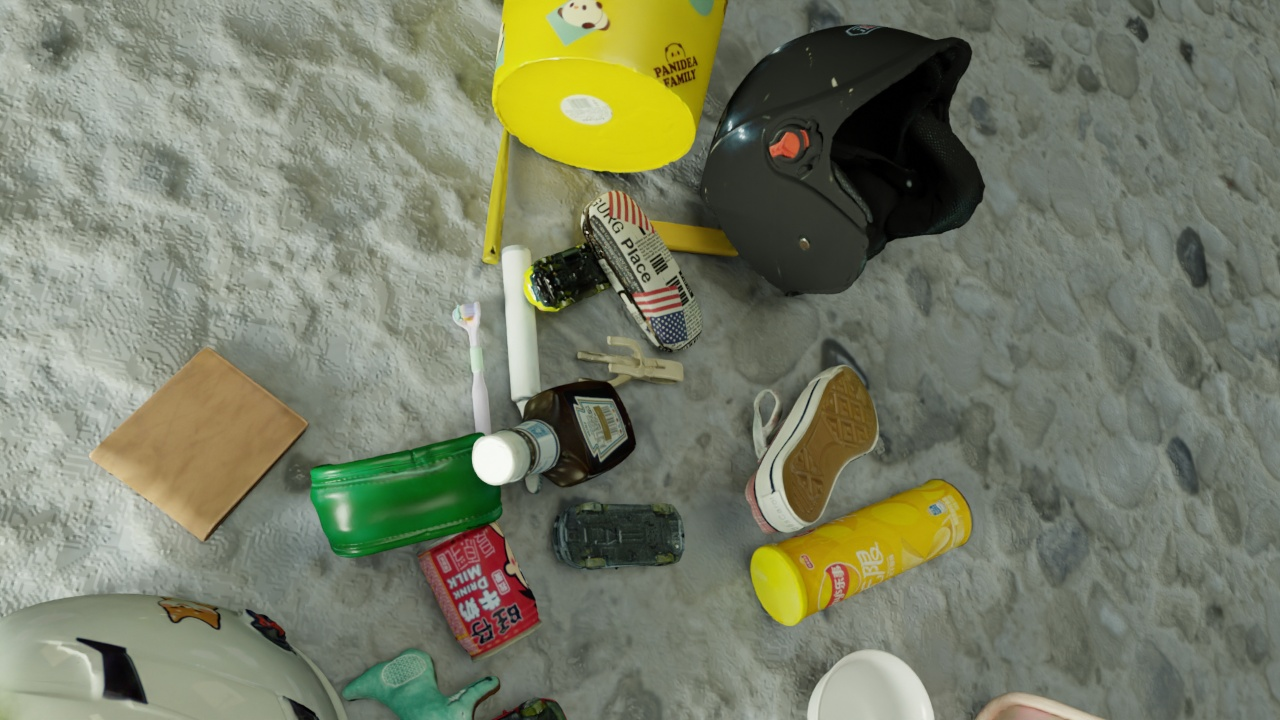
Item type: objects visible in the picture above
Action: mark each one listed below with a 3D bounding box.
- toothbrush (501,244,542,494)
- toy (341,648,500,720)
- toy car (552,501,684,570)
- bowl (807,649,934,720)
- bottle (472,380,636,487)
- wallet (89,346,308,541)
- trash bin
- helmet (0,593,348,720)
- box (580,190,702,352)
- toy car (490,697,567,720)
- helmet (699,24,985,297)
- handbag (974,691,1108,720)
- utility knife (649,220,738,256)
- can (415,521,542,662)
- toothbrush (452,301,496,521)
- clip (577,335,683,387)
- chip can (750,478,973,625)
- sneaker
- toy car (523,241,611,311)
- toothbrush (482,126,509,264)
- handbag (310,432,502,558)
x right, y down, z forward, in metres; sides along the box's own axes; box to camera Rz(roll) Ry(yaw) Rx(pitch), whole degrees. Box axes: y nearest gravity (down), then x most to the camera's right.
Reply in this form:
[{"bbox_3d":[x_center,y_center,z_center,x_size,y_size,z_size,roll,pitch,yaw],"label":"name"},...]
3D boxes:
[{"bbox_3d":[-0.100,0.005,0.793,0.027,0.026,0.220,-11,73,16],"label":"toothbrush"},{"bbox_3d":[-0.154,0.246,0.670,0.096,0.030,0.092,-24,48,-38],"label":"toy"},{"bbox_3d":[-0.016,0.148,0.776,0.120,0.037,0.054,5,70,-32],"label":"toy car"},{"bbox_3d":[0.185,0.310,0.789,0.118,0.065,0.118,7,70,-21],"label":"bowl"},{"bbox_3d":[-0.064,0.061,0.717,0.080,0.044,0.194,67,22,4],"label":"bottle"},{"bbox_3d":[-0.324,0.060,0.684,0.101,0.020,0.115,40,59,-6],"label":"wallet"},{"bbox_3d":[-0.023,-0.329,0.841,0.229,0.230,0.255,15,73,-18],"label":"trash bin"},{"bbox_3d":[-0.303,0.251,0.547,0.274,0.157,0.229,26,64,-13],"label":"helmet"},{"bbox_3d":[0.001,-0.081,0.852,0.068,0.052,0.164,-36,100,-24],"label":"box"},{"bbox_3d":[-0.110,0.292,0.679,0.120,0.045,0.053,-17,81,-21],"label":"toy car"},{"bbox_3d":[0.180,-0.190,0.849,0.230,0.275,0.232,39,43,24],"label":"helmet"},{"bbox_3d":[0.358,0.377,0.743,0.093,0.235,0.192,39,62,-9],"label":"handbag"},{"bbox_3d":[0.029,-0.118,0.898,0.156,0.015,0.033,4,78,-23],"label":"utility knife"},{"bbox_3d":[-0.122,0.174,0.703,0.066,0.067,0.094,-24,83,-28],"label":"can"},{"bbox_3d":[-0.135,0.042,0.770,0.021,0.029,0.189,16,62,-59],"label":"toothbrush"},{"bbox_3d":[-0.004,0.003,0.815,0.102,0.095,0.035,2,71,-11],"label":"clip"},{"bbox_3d":[0.206,0.173,0.842,0.213,0.072,0.072,-14,78,-27],"label":"chip can"},{"bbox_3d":[0.145,0.081,0.841,0.118,0.088,0.240,59,39,-9],"label":"sneaker"},{"bbox_3d":[-0.066,-0.074,0.825,0.105,0.032,0.048,-30,96,-51],"label":"toy car"},{"bbox_3d":[-0.128,-0.177,0.850,0.015,0.017,0.189,10,69,-18],"label":"toothbrush"},{"bbox_3d":[-0.176,0.093,0.679,0.131,0.120,0.068,-12,96,-26],"label":"handbag"}]
